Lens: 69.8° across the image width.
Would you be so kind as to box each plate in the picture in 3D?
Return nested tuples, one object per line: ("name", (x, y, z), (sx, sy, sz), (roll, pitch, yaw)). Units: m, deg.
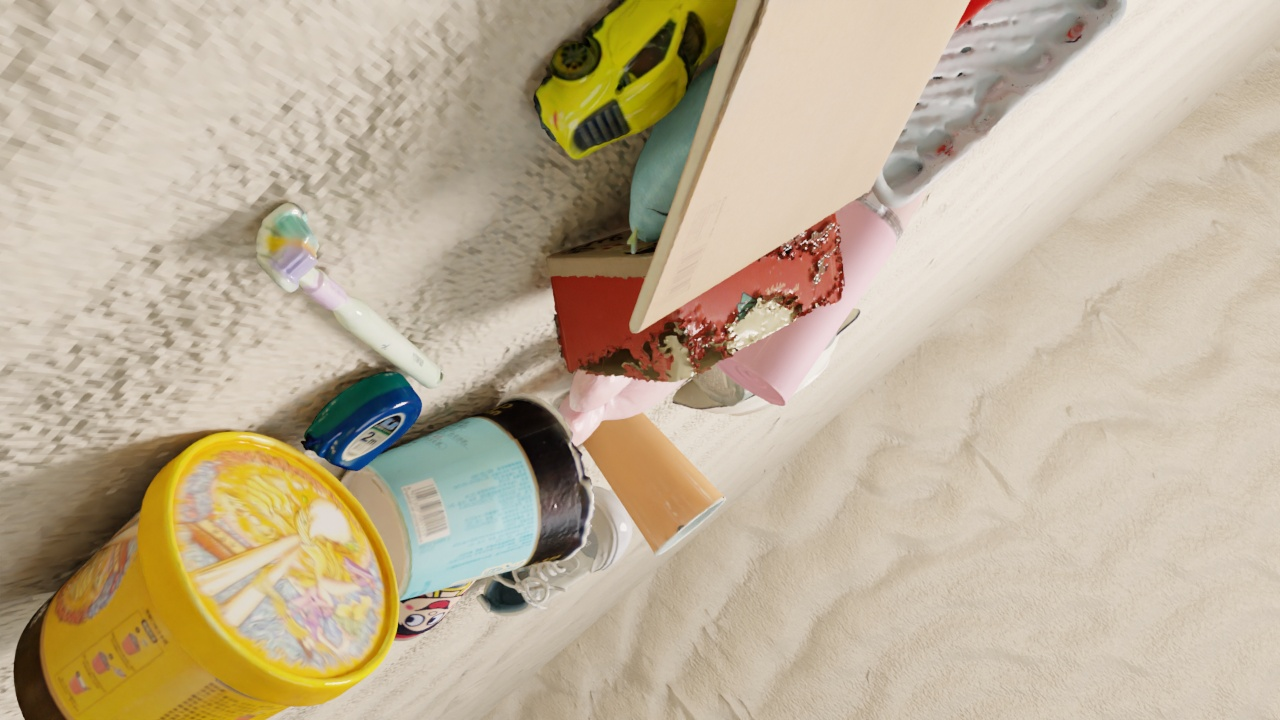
("plate", (0.121, 0.008, 0.860), (0.163, 0.034, 0.164), (-35, -168, -17))

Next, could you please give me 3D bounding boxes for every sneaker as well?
("sneaker", (-0.100, 0.205, 0.949), (0.090, 0.089, 0.243), (-21, 163, -41))

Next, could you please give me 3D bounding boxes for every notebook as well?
("notebook", (0.081, -0.105, 0.400), (0.210, 0.012, 0.150), (-33, 154, -42))

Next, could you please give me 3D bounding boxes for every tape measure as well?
("tape measure", (-0.133, 0.028, 0.443), (0.054, 0.025, 0.058), (-40, 170, -7))

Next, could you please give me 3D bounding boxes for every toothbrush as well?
("toothbrush", (-0.111, -0.014, 0.384), (0.020, 0.029, 0.190), (3, 165, 3))

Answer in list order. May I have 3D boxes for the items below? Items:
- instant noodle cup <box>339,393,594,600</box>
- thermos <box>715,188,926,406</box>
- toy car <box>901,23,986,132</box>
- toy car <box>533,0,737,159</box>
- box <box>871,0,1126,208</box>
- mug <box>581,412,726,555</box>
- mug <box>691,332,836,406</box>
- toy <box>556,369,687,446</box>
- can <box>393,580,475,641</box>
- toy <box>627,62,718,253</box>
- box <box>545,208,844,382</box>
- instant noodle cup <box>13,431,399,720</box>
("instant noodle cup", (-0.108, 0.085, 0.541), (0.120, 0.111, 0.111), (-15, 152, -43))
("thermos", (0.133, -0.066, 0.657), (0.198, 0.067, 0.087), (-53, 176, -7))
("toy car", (0.214, -0.196, 0.618), (0.120, 0.037, 0.054), (-50, 165, -1))
("toy car", (0.007, -0.117, 0.346), (0.105, 0.032, 0.048), (-42, 165, 2))
("box", (0.193, -0.195, 0.514), (0.201, 0.065, 0.160), (-40, 145, -2))
("mug", (0.007, 0.098, 0.804), (0.078, 0.122, 0.078), (-36, 164, -12))
("mug", (0.092, -0.036, 0.732), (0.103, 0.084, 0.124), (-31, 137, -26))
("toy", (-0.004, 0.004, 0.626), (0.159, 0.054, 0.122), (-33, 161, -46))
("can", (-0.162, 0.159, 0.676), (0.066, 0.066, 0.094), (-20, 156, -52))
("toy", (0.045, -0.112, 0.409), (0.156, 0.050, 0.162), (-45, 175, -15))
("box", (0.038, -0.037, 0.496), (0.091, 0.077, 0.167), (6, -158, 42))
("instant noodle cup", (-0.186, 0.110, 0.391), (0.115, 0.118, 0.118), (-36, 167, 15))
